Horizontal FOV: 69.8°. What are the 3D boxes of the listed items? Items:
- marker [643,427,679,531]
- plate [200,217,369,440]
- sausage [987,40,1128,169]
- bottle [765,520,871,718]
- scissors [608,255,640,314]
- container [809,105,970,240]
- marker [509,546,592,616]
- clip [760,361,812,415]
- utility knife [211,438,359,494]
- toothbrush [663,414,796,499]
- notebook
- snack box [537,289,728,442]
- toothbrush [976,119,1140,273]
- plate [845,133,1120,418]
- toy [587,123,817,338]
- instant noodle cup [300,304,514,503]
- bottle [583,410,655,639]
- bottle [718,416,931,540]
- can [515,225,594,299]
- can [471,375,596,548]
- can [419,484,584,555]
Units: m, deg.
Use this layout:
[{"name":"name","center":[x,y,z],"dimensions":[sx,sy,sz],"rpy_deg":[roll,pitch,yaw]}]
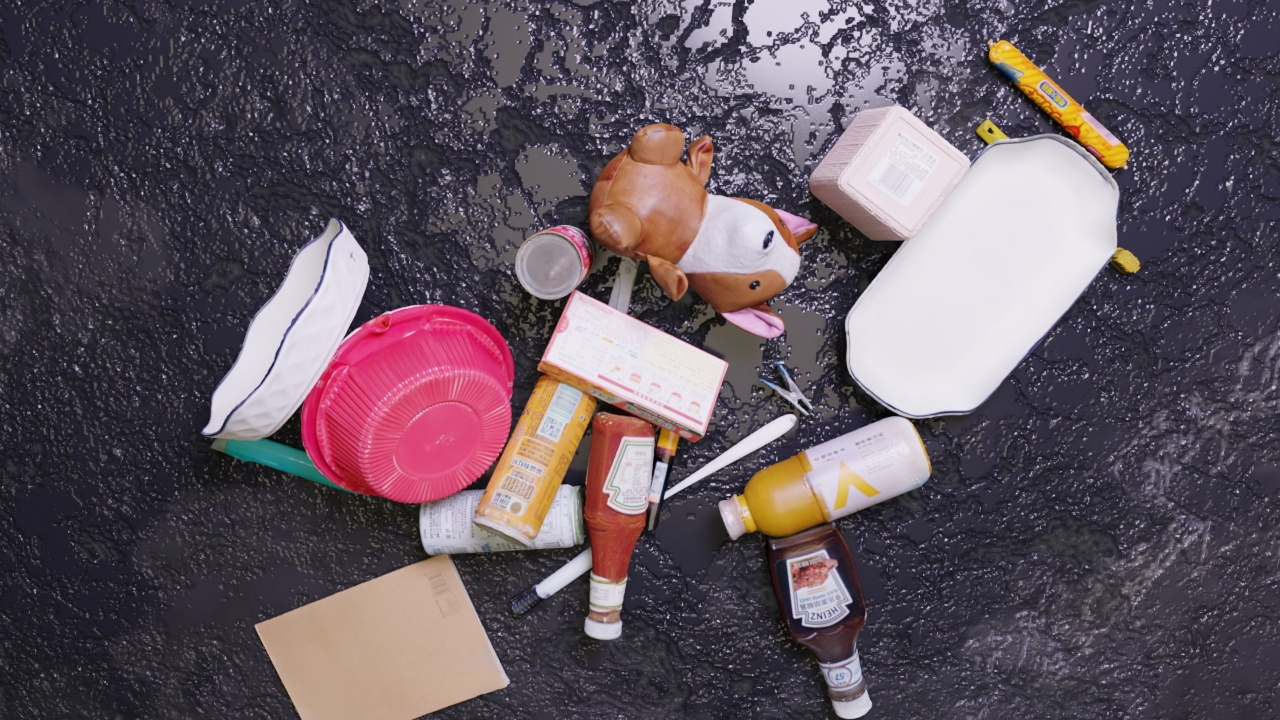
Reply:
[{"name":"marker","center":[0.021,0.098,0.851],"dimensions":[0.018,0.015,0.124],"rpy_deg":[13,92,13]},{"name":"plate","center":[-0.291,-0.020,0.764],"dimensions":[0.045,0.205,0.205],"rpy_deg":[33,101,-28]},{"name":"sausage","center":[0.359,-0.219,0.787],"dimensions":[0.165,0.021,0.021],"rpy_deg":[39,99,-5]},{"name":"bottle","center":[0.176,0.245,0.869],"dimensions":[0.080,0.044,0.195],"rpy_deg":[-17,100,5]},{"name":"scissors","center":[0.001,-0.089,0.828],"dimensions":[0.125,0.012,0.174],"rpy_deg":[-12,102,4]},{"name":"container","center":[0.205,-0.154,0.759],"dimensions":[0.090,0.111,0.090],"rpy_deg":[37,99,-5]},{"name":"marker","center":[-0.071,0.203,0.881],"dimensions":[0.131,0.018,0.022],"rpy_deg":[-37,99,8]},{"name":"clip","center":[0.136,0.029,0.840],"dimensions":[0.058,0.027,0.045],"rpy_deg":[43,91,-10]},{"name":"utility knife","center":[-0.331,0.096,0.873],"dimensions":[0.151,0.012,0.029],"rpy_deg":[19,103,-4]},{"name":"toothbrush","center":[0.068,0.100,0.858],"dimensions":[0.180,0.016,0.016],"rpy_deg":[-32,100,7]},{"name":"notebook","center":[-0.255,0.290,0.907],"dimensions":[0.211,0.012,0.149],"rpy_deg":[-22,98,5]},{"name":"snack box","center":[-0.005,0.005,0.811],"dimensions":[0.155,0.027,0.076],"rpy_deg":[26,63,-8]},{"name":"toothbrush","center":[0.367,-0.142,0.804],"dimensions":[0.190,0.016,0.016],"rpy_deg":[41,99,-6]},{"name":"plate","center":[0.289,-0.070,0.795],"dimensions":[0.162,0.034,0.266],"rpy_deg":[32,105,-15]},{"name":"toy","center":[0.058,-0.109,0.766],"dimensions":[0.199,0.131,0.140],"rpy_deg":[30,81,-24]},{"name":"instant noodle cup","center":[-0.181,0.051,0.779],"dimensions":[0.193,0.066,0.194],"rpy_deg":[-21,131,-27]},{"name":"bottle","center":[-0.024,0.150,0.837],"dimensions":[0.060,0.059,0.206],"rpy_deg":[6,93,0]},{"name":"bottle","center":[0.164,0.112,0.832],"dimensions":[0.189,0.068,0.068],"rpy_deg":[-22,99,6]},{"name":"can","center":[-0.069,-0.085,0.769],"dimensions":[0.053,0.132,0.053],"rpy_deg":[0,101,1]},{"name":"can","center":[-0.092,0.087,0.810],"dimensions":[0.058,0.058,0.145],"rpy_deg":[25,71,-3]},{"name":"can","center":[-0.127,0.148,0.852],"dimensions":[0.147,0.058,0.058],"rpy_deg":[-4,100,2]}]
